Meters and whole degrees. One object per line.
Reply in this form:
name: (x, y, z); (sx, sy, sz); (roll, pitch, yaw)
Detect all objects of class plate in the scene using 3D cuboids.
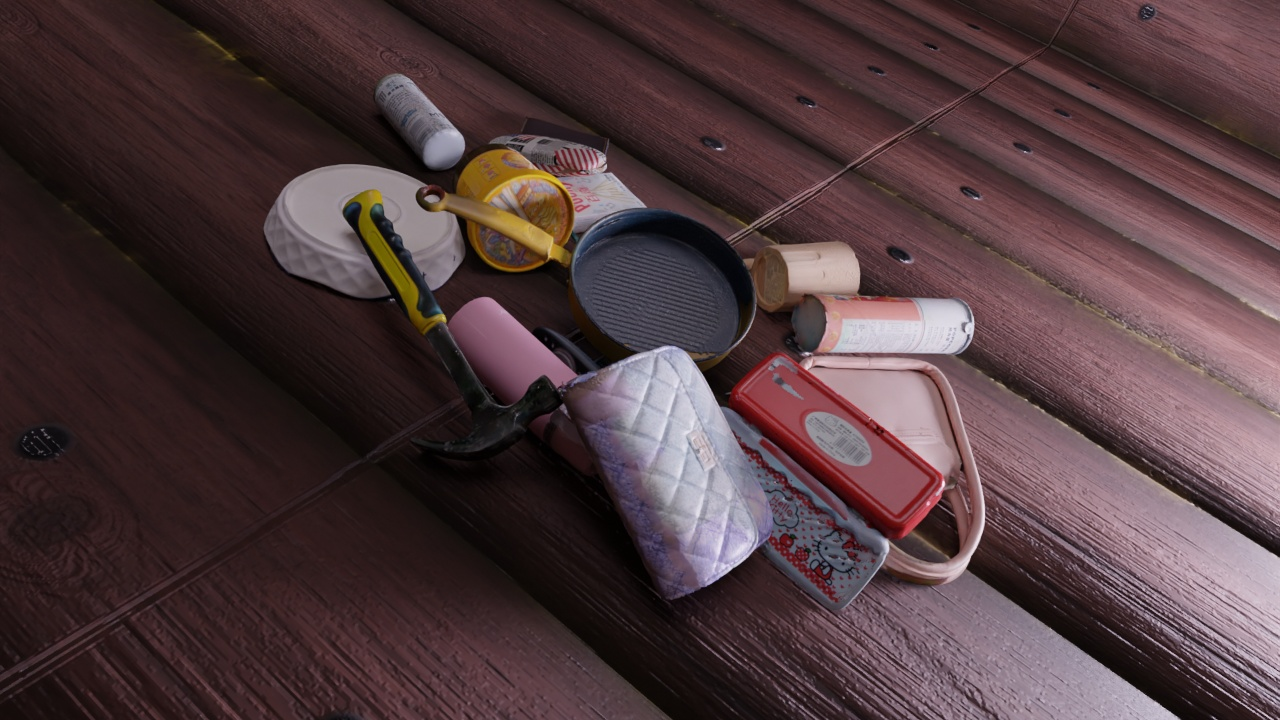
plate: (-0.288, -0.144, 0.974); (0.205, 0.046, 0.204); (13, 38, -11)

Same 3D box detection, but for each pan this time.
pan: (-0.051, -0.100, 0.928); (0.357, 0.078, 0.197); (14, 55, -8)

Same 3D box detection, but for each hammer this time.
hammer: (-0.198, -0.041, 0.832); (0.126, 0.032, 0.323); (-37, 61, -1)

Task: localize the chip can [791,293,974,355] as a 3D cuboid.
chip can: (0.287, -0.042, 1.087); (0.214, 0.071, 0.071); (0, 43, -24)

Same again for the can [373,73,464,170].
can: (-0.279, -0.300, 1.151); (0.058, 0.058, 0.146); (-16, 51, -37)

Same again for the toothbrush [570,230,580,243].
toothbrush: (-0.100, -0.181, 1.079); (0.016, 0.018, 0.191); (-10, 49, -31)

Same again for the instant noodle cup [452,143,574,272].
instant noodle cup: (-0.149, -0.176, 1.024); (0.118, 0.119, 0.114); (-6, 37, -29)

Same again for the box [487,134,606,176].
box: (-0.120, -0.257, 1.169); (0.164, 0.052, 0.068); (17, 17, 22)

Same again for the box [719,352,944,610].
box: (0.145, 0.100, 0.813); (0.201, 0.058, 0.161); (40, 84, 24)

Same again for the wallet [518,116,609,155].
wallet: (-0.106, -0.300, 1.261); (0.122, 0.020, 0.096); (15, 34, -6)

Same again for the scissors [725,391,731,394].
scissors: (0.165, 0.017, 0.998); (0.172, 0.012, 0.132); (-6, 12, 3)

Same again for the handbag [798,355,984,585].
handbag: (0.243, 0.107, 0.896); (0.193, 0.094, 0.234); (-1, 51, -26)

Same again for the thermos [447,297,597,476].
thermos: (-0.099, 0.021, 0.834); (0.198, 0.067, 0.087); (42, 4, 25)

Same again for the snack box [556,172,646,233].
snack box: (-0.077, -0.196, 1.143); (0.156, 0.027, 0.084); (-14, 50, -37)

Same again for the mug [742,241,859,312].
mug: (0.188, -0.107, 1.123); (0.103, 0.084, 0.125); (-5, 21, -27)

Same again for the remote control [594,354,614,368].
remote control: (-0.006, 0.005, 0.942); (0.056, 0.019, 0.134); (36, 41, 19)

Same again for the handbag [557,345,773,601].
handbag: (0.025, 0.084, 0.758); (0.133, 0.076, 0.194); (-23, 82, -47)

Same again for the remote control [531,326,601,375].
remote control: (-0.057, 0.017, 0.878); (0.024, 0.053, 0.136); (-23, 56, -42)
